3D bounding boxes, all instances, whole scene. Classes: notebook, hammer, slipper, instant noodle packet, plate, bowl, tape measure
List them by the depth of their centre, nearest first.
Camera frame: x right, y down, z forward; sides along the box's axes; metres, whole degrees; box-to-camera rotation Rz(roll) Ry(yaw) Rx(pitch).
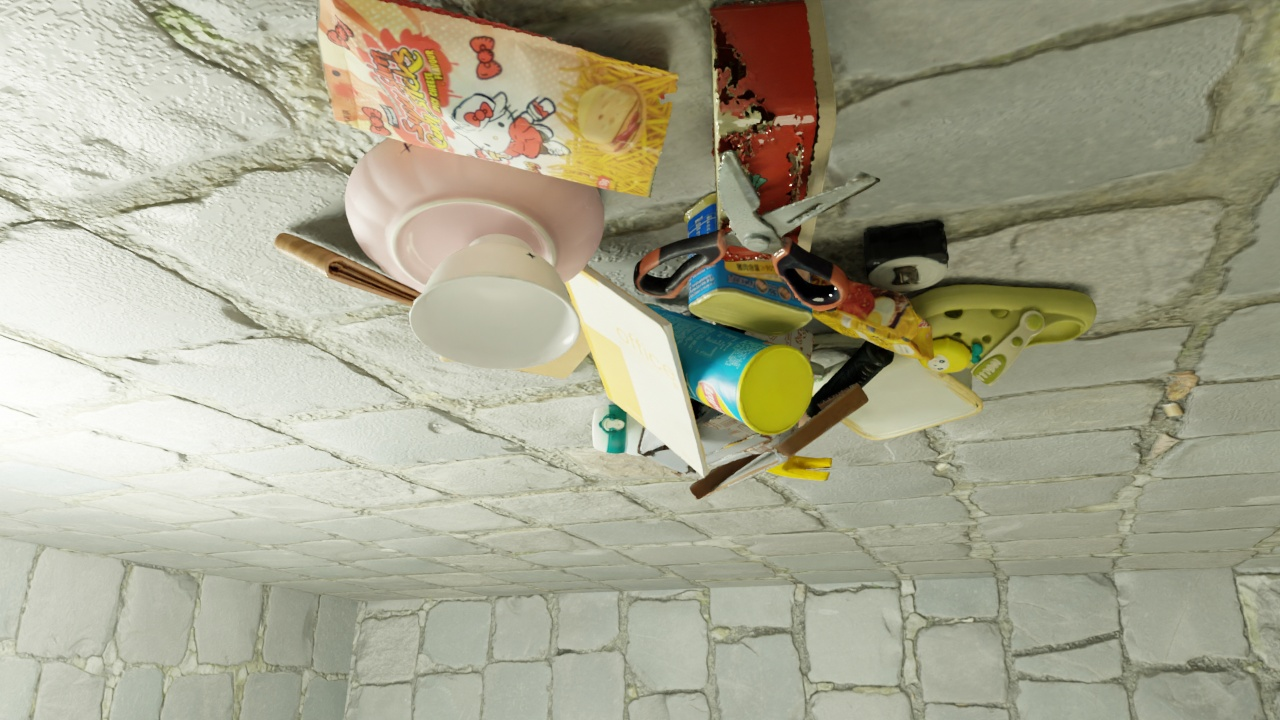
[{"bbox_3d":[-0.101,-0.050,0.656,0.118,0.064,0.118,0,148,0],"label":"bowl"},{"bbox_3d":[-0.123,-0.094,0.684,0.192,0.039,0.193,-1,149,-1],"label":"plate"},{"bbox_3d":[0.217,-0.083,0.748,0.066,0.033,0.066,-5,158,19],"label":"tape measure"},{"bbox_3d":[0.194,-0.038,0.780,0.111,0.044,0.128,27,-176,28],"label":"instant noodle packet"},{"bbox_3d":[-0.005,0.005,0.806,0.146,0.010,0.206,37,157,36],"label":"notebook"},{"bbox_3d":[0.323,-0.022,0.839,0.190,0.081,0.092,-2,156,1],"label":"slipper"},{"bbox_3d":[-0.117,-0.026,0.946,0.147,0.008,0.208,9,158,-19],"label":"notebook"},{"bbox_3d":[0.190,0.058,0.995,0.129,0.032,0.302,24,149,-3],"label":"hammer"}]

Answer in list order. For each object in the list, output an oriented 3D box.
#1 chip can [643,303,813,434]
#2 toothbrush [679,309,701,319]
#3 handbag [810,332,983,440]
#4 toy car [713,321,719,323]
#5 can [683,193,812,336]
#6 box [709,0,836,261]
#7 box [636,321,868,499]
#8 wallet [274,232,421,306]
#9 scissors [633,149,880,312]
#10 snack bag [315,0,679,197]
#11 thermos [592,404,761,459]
[{"bbox_3d":[0.055,0.002,0.792,0.071,0.071,0.210,15,-176,-31],"label":"chip can"},{"bbox_3d":[0.055,-0.045,0.883,0.190,0.014,0.016,-19,175,42],"label":"toothbrush"},{"bbox_3d":[0.249,0.009,0.967,0.178,0.063,0.164,30,148,-25],"label":"handbag"},{"bbox_3d":[0.092,-0.061,0.797,0.091,0.043,0.036,-17,153,37],"label":"toy car"},{"bbox_3d":[0.084,-0.072,0.713,0.102,0.083,0.057,13,156,-29],"label":"can"},{"bbox_3d":[0.067,-0.129,0.558,0.078,0.091,0.168,-3,158,4],"label":"box"},{"bbox_3d":[0.118,0.059,0.914,0.166,0.150,0.182,25,151,-21],"label":"box"},{"bbox_3d":[-0.232,-0.071,0.762,0.101,0.020,0.115,24,-179,44],"label":"wallet"},{"bbox_3d":[0.066,-0.070,0.568,0.189,0.015,0.225,-2,160,27],"label":"scissors"},{"bbox_3d":[-0.085,-0.158,0.549,0.208,0.073,0.129,11,158,-5],"label":"snack bag"},{"bbox_3d":[0.051,0.089,1.152,0.224,0.073,0.073,3,159,-3],"label":"thermos"}]
